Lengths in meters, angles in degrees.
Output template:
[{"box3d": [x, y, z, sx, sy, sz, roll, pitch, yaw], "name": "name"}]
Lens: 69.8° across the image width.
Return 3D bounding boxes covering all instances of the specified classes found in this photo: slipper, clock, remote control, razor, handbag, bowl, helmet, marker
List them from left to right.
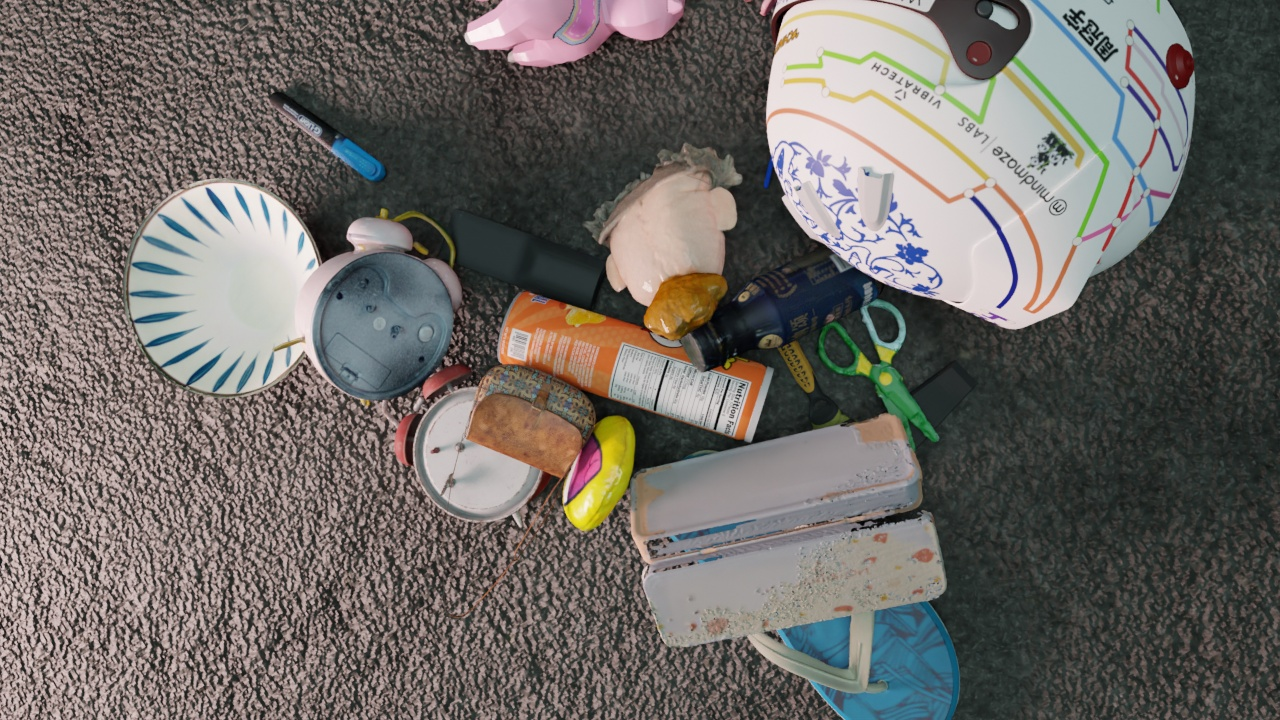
[{"box3d": [-0.333, -0.059, 0.773, 0.177, 0.071, 0.177, 0, 92, 9], "name": "bowl"}, {"box3d": [-0.269, -0.193, 0.786, 0.123, 0.015, 0.018, 36, 98, 7], "name": "marker"}, {"box3d": [-0.203, -0.047, 0.727, 0.059, 0.117, 0.157, 19, 73, 45], "name": "clock"}, {"box3d": [-0.144, 0.064, 0.754, 0.157, 0.062, 0.110, 34, 97, 6], "name": "clock"}, {"box3d": [-0.107, 0.101, 0.696, 0.093, 0.043, 0.195, 24, 82, -9], "name": "handbag"}, {"box3d": [-0.099, -0.084, 0.762, 0.140, 0.021, 0.045, 20, 94, 9], "name": "remote control"}, {"box3d": [0.126, 0.003, 0.732, 0.044, 0.021, 0.144, -29, 89, 26], "name": "razor"}, {"box3d": [0.134, 0.185, 0.719, 0.295, 0.060, 0.118, 42, 93, 6], "name": "slipper"}, {"box3d": [0.211, 0.051, 0.726, 0.125, 0.010, 0.039, -43, 86, 7], "name": "remote control"}, {"box3d": [0.197, -0.171, 0.606, 0.314, 0.231, 0.236, 43, 90, -2], "name": "helmet"}]

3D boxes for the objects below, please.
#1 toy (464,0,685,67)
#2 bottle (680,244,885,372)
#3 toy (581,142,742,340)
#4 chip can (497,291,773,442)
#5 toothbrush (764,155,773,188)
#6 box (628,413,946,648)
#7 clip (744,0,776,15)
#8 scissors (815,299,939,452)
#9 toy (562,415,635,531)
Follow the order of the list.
[{"box3d": [-0.049, -0.274, 0.705, 0.158, 0.123, 0.067, -5, 91, 24], "name": "toy"}, {"box3d": [0.107, -0.041, 0.694, 0.160, 0.056, 0.056, -25, 88, -11], "name": "bottle"}, {"box3d": [0.027, -0.086, 0.693, 0.133, 0.076, 0.175, -33, 46, 31], "name": "toy"}, {"box3d": [-0.004, 0.004, 0.730, 0.210, 0.062, 0.062, 17, 94, 7], "name": "chip can"}, {"box3d": [0.122, -0.229, 0.728, 0.011, 0.016, 0.187, 12, 96, 6], "name": "toothbrush"}, {"box3d": [0.107, 0.131, 0.692, 0.217, 0.094, 0.120, -13, 46, 10], "name": "box"}, {"box3d": [0.111, -0.297, 0.722, 0.039, 0.022, 0.059, 36, 95, 9], "name": "clip"}, {"box3d": [0.201, 0.009, 0.719, 0.078, 0.013, 0.132, -40, 78, 6], "name": "scissors"}, {"box3d": [-0.031, 0.088, 0.724, 0.041, 0.094, 0.095, 22, 72, -15], "name": "toy"}]
